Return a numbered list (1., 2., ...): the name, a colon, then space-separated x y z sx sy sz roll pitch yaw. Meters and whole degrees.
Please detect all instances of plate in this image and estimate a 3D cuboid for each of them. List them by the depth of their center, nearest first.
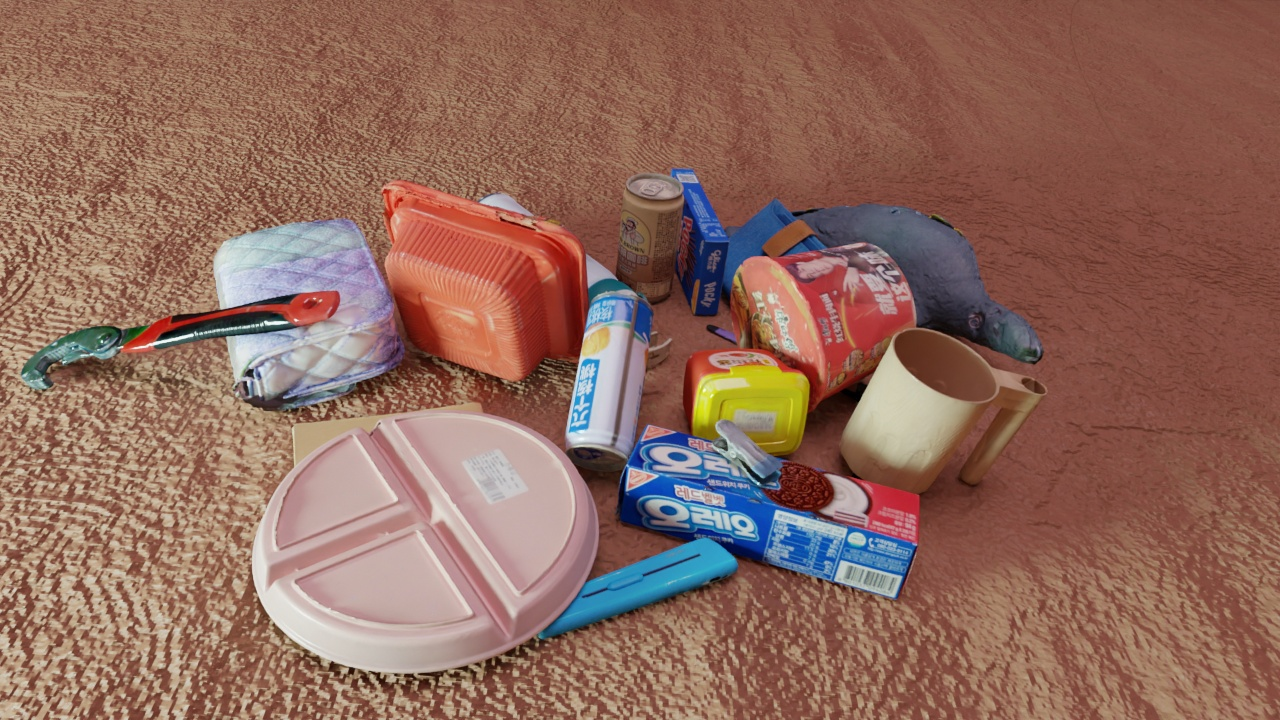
1. plate: -0.142 0.106 0.620 0.229 0.028 0.229 3 35 -2

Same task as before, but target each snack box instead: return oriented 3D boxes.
1. snack box: 0.089 0.106 0.653 0.207 0.057 0.058 14 34 10
2. snack box: 0.080 0.033 0.739 0.091 0.082 0.080 -1 24 -12
3. snack box: 0.054 -0.124 0.935 0.026 0.085 0.157 -2 37 -12

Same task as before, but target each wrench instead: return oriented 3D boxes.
1. wrench: -0.357 -0.021 0.712 0.274 0.016 0.056 -11 45 10

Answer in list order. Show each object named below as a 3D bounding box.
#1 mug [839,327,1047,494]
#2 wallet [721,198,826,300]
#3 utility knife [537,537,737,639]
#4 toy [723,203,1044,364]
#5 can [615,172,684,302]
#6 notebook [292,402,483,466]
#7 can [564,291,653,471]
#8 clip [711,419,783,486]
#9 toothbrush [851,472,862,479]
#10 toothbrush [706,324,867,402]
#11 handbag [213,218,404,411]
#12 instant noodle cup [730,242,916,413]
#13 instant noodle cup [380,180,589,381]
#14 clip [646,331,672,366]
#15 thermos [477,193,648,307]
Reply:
1. mug: 0.228 0.045 0.703 0.124 0.104 0.084 13 37 -9
2. wallet: 0.129 -0.092 0.906 0.106 0.040 0.133 -39 44 8
3. utility knife: -0.028 0.156 0.599 0.198 0.018 0.034 -14 42 -24
4. toy: 0.250 -0.093 0.920 0.356 0.091 0.137 30 60 36
5. can: 0.008 -0.118 0.893 0.058 0.116 0.058 5 36 -4
6. notebook: -0.168 0.104 0.656 0.147 0.008 0.207 -7 38 -17
7. can: -0.024 0.016 0.718 0.053 0.053 0.134 8 63 2
8. clip: 0.074 0.064 0.644 0.025 0.031 0.057 -21 46 -36
9. toothbrush: 0.193 0.074 0.747 0.014 0.018 0.188 34 42 18
10. toothbrush: 0.140 0.001 0.839 0.189 0.017 0.014 26 41 27
11. handbag: -0.285 -0.044 0.783 0.134 0.076 0.194 -15 40 -19
12. instant noodle cup: 0.157 -0.036 0.778 0.108 0.138 0.138 -19 43 -19
13. instant noodle cup: -0.137 -0.057 0.762 0.189 0.165 0.078 18 54 16
14. clip: -0.001 0.008 0.794 0.103 0.035 0.092 -9 34 -33
15. thermos: -0.080 -0.085 0.878 0.073 0.073 0.224 -23 46 -34
